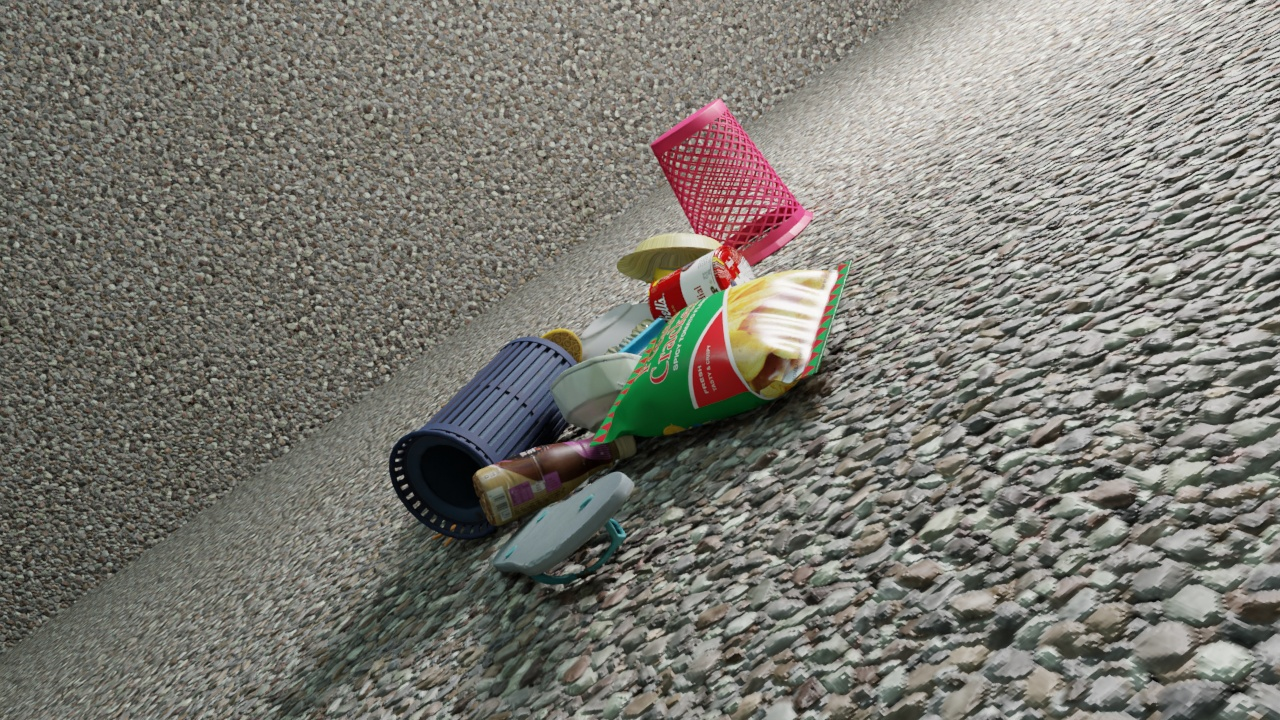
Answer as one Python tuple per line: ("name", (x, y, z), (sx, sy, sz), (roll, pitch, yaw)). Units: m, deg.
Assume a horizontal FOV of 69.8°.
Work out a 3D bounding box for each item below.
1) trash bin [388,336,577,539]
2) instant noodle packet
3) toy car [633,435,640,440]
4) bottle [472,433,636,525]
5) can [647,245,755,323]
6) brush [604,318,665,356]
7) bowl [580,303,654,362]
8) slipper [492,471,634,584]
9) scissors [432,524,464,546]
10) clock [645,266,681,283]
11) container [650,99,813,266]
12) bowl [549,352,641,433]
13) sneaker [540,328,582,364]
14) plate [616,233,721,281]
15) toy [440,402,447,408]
("trash bin", (-0.165, 0.078, 1.074), (0.140, 0.139, 0.248), (-26, 15, 32))
("instant noodle packet", (0.080, -0.007, 0.906), (0.253, 0.090, 0.195), (-21, 24, 34))
("toy car", (-0.005, 0.067, 0.987), (0.091, 0.036, 0.042), (-39, 14, 7))
("bottle", (-0.083, 0.110, 0.930), (0.166, 0.059, 0.060), (-21, 10, -16))
("can", (0.080, -0.088, 1.196), (0.117, 0.086, 0.086), (-25, 17, 37))
("brush", (-0.007, 0.007, 1.159), (0.135, 0.055, 0.075), (-40, 34, -22))
("bowl", (-0.034, -0.034, 1.328), (0.177, 0.066, 0.176), (-33, 14, 9))
("slipper", (-0.069, 0.163, 0.799), (0.098, 0.055, 0.269), (-46, 6, -30))
("scissors", (-0.193, 0.180, 1.091), (0.128, 0.011, 0.125), (-25, 15, 36))
("clock", (0.069, -0.101, 1.305), (0.119, 0.057, 0.083), (6, 11, 12))
("container", (0.129, -0.271, 1.415), (0.183, 0.226, 0.183), (-33, 14, 9))
("bowl", (-0.039, 0.045, 1.039), (0.117, 0.061, 0.117), (-15, -22, -6))
("sneaker", (-0.176, 0.040, 1.334), (0.239, 0.086, 0.122), (-44, 14, 6))
("plate", (0.058, -0.155, 1.344), (0.184, 0.036, 0.184), (1, -11, 0))
("toy", (-0.218, 0.105, 1.211), (0.105, 0.108, 0.134), (-1, 10, -37))
